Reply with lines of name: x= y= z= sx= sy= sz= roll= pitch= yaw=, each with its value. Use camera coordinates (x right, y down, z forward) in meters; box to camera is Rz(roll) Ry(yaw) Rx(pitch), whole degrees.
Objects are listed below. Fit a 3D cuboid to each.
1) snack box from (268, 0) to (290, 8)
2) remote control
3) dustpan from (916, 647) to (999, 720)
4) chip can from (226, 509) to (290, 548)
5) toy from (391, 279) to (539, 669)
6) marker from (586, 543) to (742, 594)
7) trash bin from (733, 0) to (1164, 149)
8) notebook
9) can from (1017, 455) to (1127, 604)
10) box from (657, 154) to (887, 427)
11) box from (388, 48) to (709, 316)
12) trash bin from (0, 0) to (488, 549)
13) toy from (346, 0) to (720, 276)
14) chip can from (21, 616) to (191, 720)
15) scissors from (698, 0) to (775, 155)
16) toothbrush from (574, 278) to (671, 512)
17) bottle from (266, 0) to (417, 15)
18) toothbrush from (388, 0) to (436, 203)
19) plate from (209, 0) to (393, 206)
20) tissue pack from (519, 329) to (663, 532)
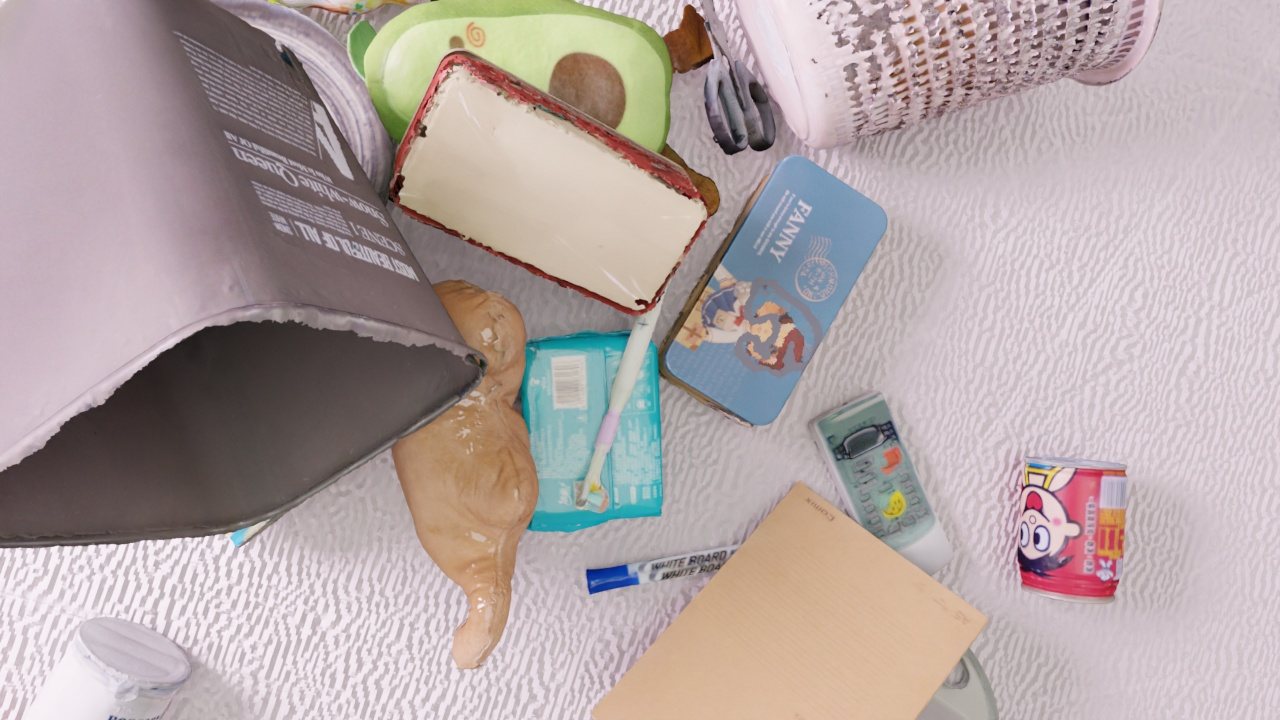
snack box: x=-0.296 y=-0.194 z=0.588 sx=0.156 sy=0.026 sz=0.086 roll=-32 pitch=93 yaw=-6
remote control: x=0.170 y=0.092 z=0.644 sx=0.056 sy=0.019 sz=0.135 roll=-24 pitch=92 yaw=-7
dustpan: x=0.130 y=0.301 z=0.643 sx=0.222 sy=0.142 sz=0.258 roll=34 pitch=115 yaw=-5
chip can: x=-0.288 y=0.014 z=0.564 sx=0.071 sy=0.071 sz=0.210 roll=-40 pitch=95 yaw=-6
toy: x=-0.108 y=0.065 z=0.557 sx=0.082 sy=0.144 sz=0.226 roll=-5 pitch=91 yaw=-27
marker: x=0.035 y=0.140 z=0.629 sx=0.145 sy=0.017 sz=0.017 roll=-8 pitch=90 yaw=-7
trash bin: x=0.165 y=-0.237 z=0.564 sx=0.192 sy=0.227 sz=0.227 roll=-25 pitch=92 yaw=6
notebook: x=0.094 y=0.191 z=0.572 sx=0.149 sy=0.012 sz=0.211 roll=36 pitch=67 yaw=28
can: x=0.298 y=0.116 z=0.636 sx=0.066 sy=0.066 sz=0.094 roll=4 pitch=89 yaw=-7
box: x=0.088 y=-0.049 z=0.616 sx=0.090 sy=0.061 sz=0.184 roll=29 pitch=88 yaw=-6
box: x=-0.049 y=-0.097 z=0.519 sx=0.168 sy=0.080 sz=0.091 roll=23 pitch=111 yaw=-24
trash bin: x=-0.223 y=-0.049 z=0.451 sx=0.199 sy=0.199 sz=0.219 roll=-31 pitch=73 yaw=14
toy: x=-0.056 y=-0.167 z=0.580 sx=0.246 sy=0.090 sz=0.227 roll=-1 pitch=93 yaw=-19
chip can: x=-0.363 y=0.266 z=0.552 sx=0.071 sy=0.071 sz=0.214 roll=32 pitch=86 yaw=-6
scissors: x=0.054 y=-0.221 z=0.619 sx=0.146 sy=0.014 sz=0.171 roll=29 pitch=57 yaw=-41
toothbrush: x=-0.003 y=0.003 z=0.575 sx=0.020 sy=0.029 sz=0.189 roll=14 pitch=83 yaw=31
bottle: x=-0.190 y=-0.248 z=0.574 sx=0.108 sy=0.063 sz=0.063 roll=-20 pitch=92 yaw=-20
toothbrush: x=-0.145 y=-0.196 z=0.613 sx=0.012 sy=0.017 sz=0.186 roll=11 pitch=90 yaw=-9
plate: x=-0.246 y=-0.133 z=0.578 sx=0.179 sy=0.024 sz=0.179 roll=-3 pitch=107 yaw=-12
tissue pack: x=-0.033 y=0.047 z=0.605 sx=0.093 sy=0.050 sz=0.133 roll=-3 pitch=90 yaw=-9
